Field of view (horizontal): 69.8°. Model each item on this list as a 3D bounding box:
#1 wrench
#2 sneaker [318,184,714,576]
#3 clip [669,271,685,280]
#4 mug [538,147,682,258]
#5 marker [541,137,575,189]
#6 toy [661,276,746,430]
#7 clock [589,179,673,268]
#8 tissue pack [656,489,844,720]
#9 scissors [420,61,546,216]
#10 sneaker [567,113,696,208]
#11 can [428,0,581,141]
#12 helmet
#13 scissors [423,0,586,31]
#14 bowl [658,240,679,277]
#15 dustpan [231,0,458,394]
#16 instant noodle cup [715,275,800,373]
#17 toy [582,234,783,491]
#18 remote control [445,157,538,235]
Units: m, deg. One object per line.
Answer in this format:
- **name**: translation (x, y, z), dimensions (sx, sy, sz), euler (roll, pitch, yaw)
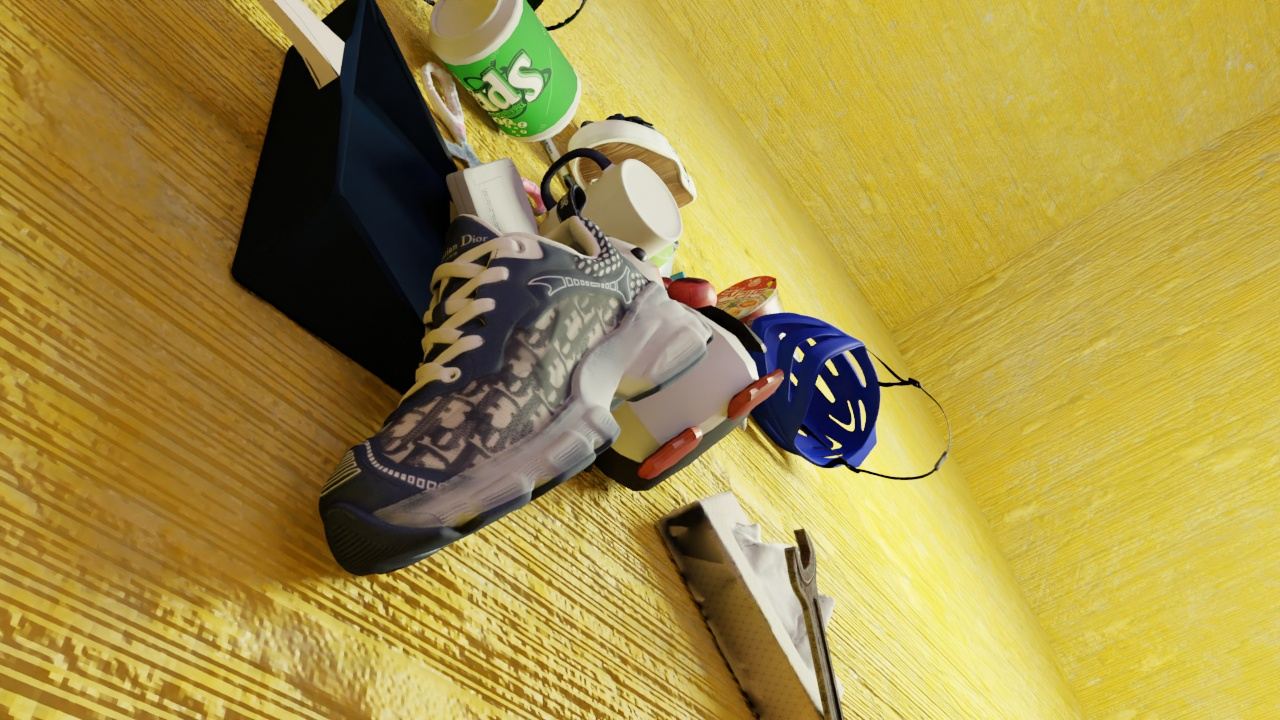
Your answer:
- **wrench**: translation (0.133, 0.252, 0.622), dimensions (0.070, 0.010, 0.273), euler (3, 75, -64)
- **sneaker**: translation (-0.068, -0.007, 0.449), dimensions (0.132, 0.103, 0.268), euler (57, 36, -5)
- **clip**: translation (0.046, -0.070, 1.022), dimensions (0.116, 0.026, 0.097), euler (-100, 169, -57)
- **mug**: translation (-0.036, -0.125, 0.779), dimensions (0.112, 0.097, 0.078), euler (52, 31, -12)
- **marker**: translation (-0.096, -0.225, 0.950), dimensions (0.152, 0.011, 0.011), euler (62, 19, 11)
- **toy**: translation (0.037, -0.002, 0.741), dimensions (0.096, 0.124, 0.131), euler (-10, 101, -55)
- **clock**: translation (-0.013, -0.125, 0.883), dimensions (0.119, 0.043, 0.094), euler (58, 28, 9)
- **tissue pack**: translation (0.092, 0.182, 0.687), dimensions (0.181, 0.071, 0.103), euler (59, 19, 14)
- **scissors**: translation (-0.138, -0.176, 0.759), dimensions (0.170, 0.013, 0.176), euler (11, 51, -62)
- **sneaker**: translation (-0.019, -0.245, 1.033), dimensions (0.294, 0.121, 0.127), euler (-3, 75, -74)
- **can**: translation (-0.117, -0.263, 0.810), dimensions (0.140, 0.088, 0.087), euler (45, 21, -56)
- **helmet**: translation (0.231, 0.047, 1.041), dimensions (0.228, 0.147, 0.241), euler (23, -22, 51)
- **scissors**: translation (-0.130, -0.323, 0.816), dimensions (0.201, 0.206, 0.015), euler (30, 69, -36)
- **bowl**: translation (0.004, -0.128, 0.973), dimensions (0.137, 0.057, 0.136), euler (49, 20, -25)
- **dustpan**: translation (-0.155, -0.120, 0.510), dimensions (0.273, 0.080, 0.236), euler (42, 24, -39)
- **instant noodle cup**: translation (0.148, -0.033, 1.149), dimensions (0.112, 0.100, 0.100), euler (59, 16, -22)
- **toy**: translation (-0.013, -0.006, 0.654), dimensions (0.184, 0.158, 0.140), euler (52, -22, 13)
- **remote control**: translation (-0.105, -0.107, 0.672), dimensions (0.151, 0.019, 0.074), euler (-73, 146, -73)
